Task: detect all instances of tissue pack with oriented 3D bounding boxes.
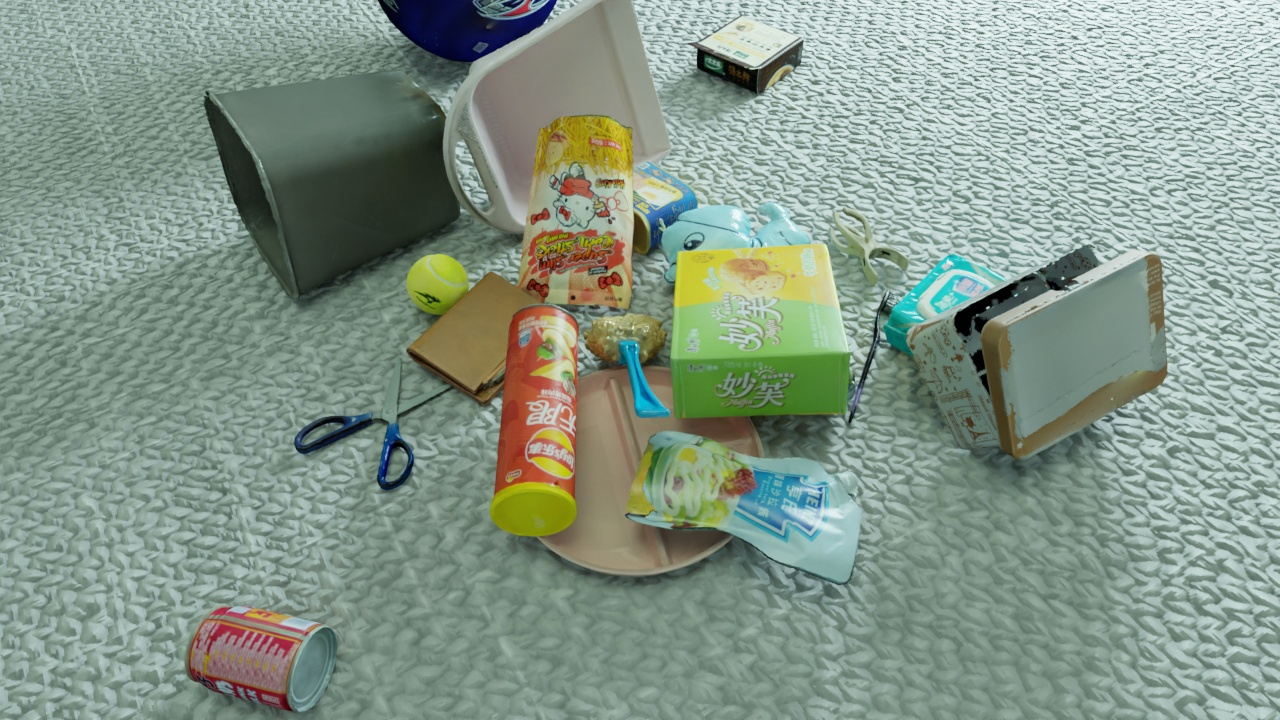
[{"bbox_3d":[0.316,-0.044,0.927,0.093,0.050,0.133,33,58,27],"label":"tissue pack"}]

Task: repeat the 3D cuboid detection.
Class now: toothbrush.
[{"bbox_3d":[0.235,-0.007,0.925,0.017,0.014,0.188,22,52,7],"label":"toothbrush"}]

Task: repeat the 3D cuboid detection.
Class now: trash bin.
[{"bbox_3d":[-0.342,-0.217,1.044,0.219,0.199,0.198,-26,51,-26],"label":"trash bin"}]

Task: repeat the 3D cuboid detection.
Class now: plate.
[{"bbox_3d":[-0.003,0.098,0.837,0.229,0.028,0.229,-2,49,2],"label":"plate"}]

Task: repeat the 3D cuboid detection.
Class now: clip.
[{"bbox_3d":[0.249,-0.129,1.021,0.070,0.035,0.100,-24,55,-18],"label":"clip"}]

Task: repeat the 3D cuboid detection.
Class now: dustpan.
[{"bbox_3d":[-0.090,-0.267,1.054,0.273,0.223,0.138,-22,36,1],"label":"dustpan"}]

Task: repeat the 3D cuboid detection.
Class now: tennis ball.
[{"bbox_3d":[-0.218,-0.082,0.988,0.065,0.066,0.065,-2,48,2],"label":"tennis ball"}]

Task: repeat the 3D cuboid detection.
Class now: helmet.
[{"bbox_3d":[-0.226,-0.569,1.308,0.240,0.248,0.314,46,64,-13],"label":"helmet"}]

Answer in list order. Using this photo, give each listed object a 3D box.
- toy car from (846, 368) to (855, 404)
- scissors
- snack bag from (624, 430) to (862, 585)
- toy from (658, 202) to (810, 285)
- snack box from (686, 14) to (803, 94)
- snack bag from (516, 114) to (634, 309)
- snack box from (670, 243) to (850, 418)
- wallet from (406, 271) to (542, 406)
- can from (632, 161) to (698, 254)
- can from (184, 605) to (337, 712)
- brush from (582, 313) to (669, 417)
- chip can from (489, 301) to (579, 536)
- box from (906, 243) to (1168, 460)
[{"bbox_3d":[0.173,0.014,0.895,0.043,0.034,0.090,-21,38,-14],"label":"toy car"},{"bbox_3d":[-0.255,0.060,0.899,0.162,0.012,0.175,-10,46,-6],"label":"scissors"},{"bbox_3d":[0.090,0.116,0.772,0.191,0.039,0.110,12,39,12],"label":"snack bag"},{"bbox_3d":[0.097,-0.129,1.016,0.156,0.050,0.161,30,66,14],"label":"toy"},{"bbox_3d":[0.146,-0.430,1.285,0.113,0.053,0.125,33,58,29],"label":"snack box"},{"bbox_3d":[-0.067,-0.159,1.007,0.128,0.073,0.207,3,80,6],"label":"snack bag"},{"bbox_3d":[0.111,-0.034,0.885,0.158,0.070,0.209,-2,34,6],"label":"snack box"},{"bbox_3d":[-0.158,-0.025,0.950,0.108,0.031,0.131,31,59,16],"label":"wallet"},{"bbox_3d":[0.005,-0.180,1.069,0.083,0.057,0.102,-33,53,-26],"label":"can"},{"bbox_3d":[-0.294,0.229,0.711,0.094,0.067,0.066,9,49,11],"label":"can"},{"bbox_3d":[-0.005,0.005,0.842,0.083,0.046,0.254,0,20,-8],"label":"brush"},{"bbox_3d":[-0.090,0.048,0.821,0.073,0.073,0.216,-2,48,2],"label":"chip can"},{"bbox_3d":[0.362,-0.008,0.803,0.181,0.148,0.146,-25,85,-18],"label":"box"}]
